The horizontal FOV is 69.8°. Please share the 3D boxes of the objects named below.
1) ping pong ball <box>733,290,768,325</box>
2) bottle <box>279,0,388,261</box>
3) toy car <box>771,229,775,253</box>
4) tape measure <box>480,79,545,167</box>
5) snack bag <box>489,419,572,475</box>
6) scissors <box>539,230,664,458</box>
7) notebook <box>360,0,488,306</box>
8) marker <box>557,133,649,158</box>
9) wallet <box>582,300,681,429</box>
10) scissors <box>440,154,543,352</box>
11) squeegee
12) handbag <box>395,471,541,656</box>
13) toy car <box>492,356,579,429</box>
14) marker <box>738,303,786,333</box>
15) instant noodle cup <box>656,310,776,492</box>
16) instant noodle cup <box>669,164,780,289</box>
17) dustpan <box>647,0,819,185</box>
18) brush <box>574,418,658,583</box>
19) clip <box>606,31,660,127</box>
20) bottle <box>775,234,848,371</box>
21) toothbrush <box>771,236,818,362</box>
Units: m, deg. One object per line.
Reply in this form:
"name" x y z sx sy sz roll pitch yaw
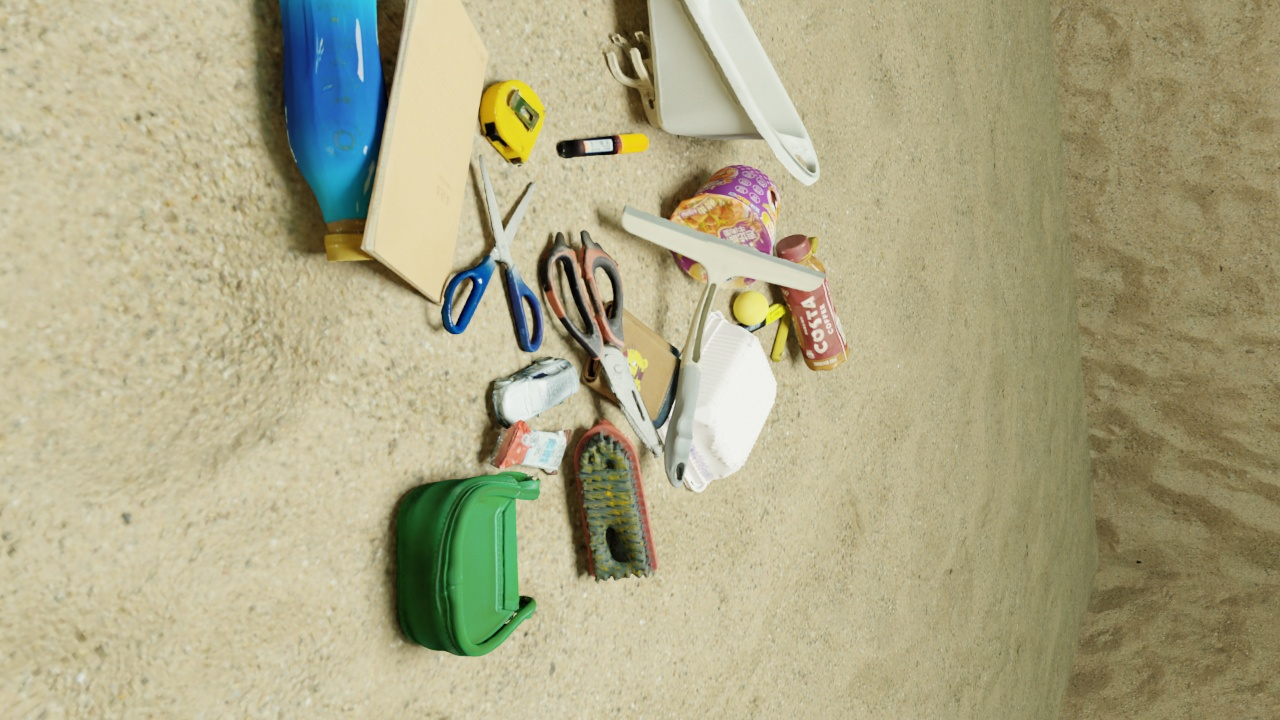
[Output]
"ping pong ball" 0.127 -0.061 1.060 0.040 0.040 0.040 -2 93 -54
"bottle" -0.195 -0.173 0.587 0.065 0.065 0.219 -10 99 -54
"toy car" 0.129 -0.153 1.068 0.105 0.031 0.049 18 76 -52
"tape measure" -0.102 -0.199 0.747 0.057 0.029 0.059 44 56 -45
"snack bag" -0.086 0.074 0.769 0.105 0.026 0.045 24 85 -65
"scissors" -0.017 -0.013 0.835 0.210 0.015 0.176 32 67 -32
"notebook" -0.146 -0.157 0.647 0.149 0.012 0.211 59 38 -78
"marker" -0.034 -0.200 0.855 0.123 0.015 0.018 -21 106 -49
"wallet" -0.005 0.005 0.888 0.115 0.033 0.090 36 63 -45
"scissors" -0.112 -0.076 0.743 0.175 0.012 0.162 -63 141 -40
"squeegee" 0.055 0.002 0.903 0.246 0.039 0.246 13 89 -30
"handbag" -0.122 0.151 0.695 0.120 0.068 0.131 -8 97 -55
"toy car" -0.088 0.027 0.771 0.090 0.034 0.043 -27 115 -49
"marker" 0.142 -0.046 1.102 0.123 0.015 0.018 -28 110 -49
"instant noodle cup" 0.091 0.045 0.998 0.173 0.060 0.138 -56 133 -35
"instant noodle cup" 0.096 -0.148 0.965 0.099 0.112 0.112 -60 135 -44
"dustpan" 0.103 -0.302 0.906 0.222 0.143 0.258 -27 117 -66
"brush" -0.025 0.127 0.843 0.069 0.063 0.146 -71 152 -77
"clip" 0.006 -0.276 0.893 0.101 0.035 0.076 46 54 -51
"bottle" 0.210 -0.071 1.133 0.057 0.058 0.175 -50 128 -41
"toothbrush" 0.200 -0.082 1.180 0.015 0.017 0.189 45 56 -44
